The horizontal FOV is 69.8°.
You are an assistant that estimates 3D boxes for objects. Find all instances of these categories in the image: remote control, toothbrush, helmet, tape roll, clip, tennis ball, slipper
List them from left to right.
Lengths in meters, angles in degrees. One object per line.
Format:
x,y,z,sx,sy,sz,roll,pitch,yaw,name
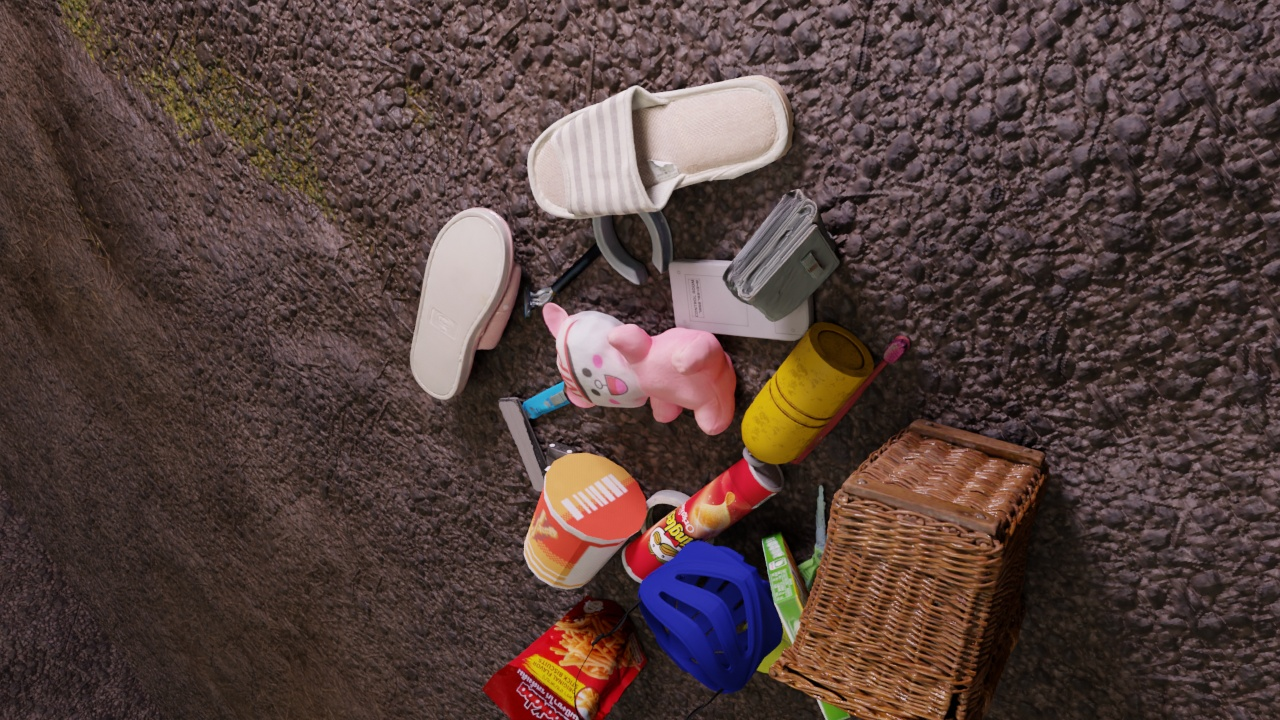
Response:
-0.209,-0.066,1.098,0.114,0.054,0.275,39,126,14,slipper
-0.142,0.107,1.156,0.033,0.013,0.136,-3,116,37,remote control
-0.037,-0.152,0.949,0.115,0.028,0.163,-21,98,38,clip
0.009,-0.197,0.859,0.273,0.053,0.114,-10,99,26,slipper
0.035,0.297,0.943,0.148,0.227,0.242,45,154,15,helmet
0.042,0.197,1.076,0.094,0.018,0.094,16,120,29,tape roll
0.099,-0.061,0.904,0.151,0.019,0.074,7,116,34,remote control
0.144,0.317,1.032,0.065,0.065,0.065,16,121,29,tennis ball
0.197,0.043,0.888,0.016,0.016,0.190,42,130,10,toothbrush

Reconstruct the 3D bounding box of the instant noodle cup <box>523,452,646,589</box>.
-0.074,0.196,1.083,0.123,0.123,0.121,39,127,13,instant noodle cup

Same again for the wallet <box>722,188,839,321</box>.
0.123,-0.086,0.785,0.054,0.131,0.100,38,98,20,wallet

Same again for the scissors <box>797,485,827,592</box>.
0.202,0.208,0.972,0.093,0.032,0.175,27,130,25,scissors

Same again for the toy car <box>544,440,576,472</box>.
-0.098,0.146,1.136,0.040,0.037,0.092,17,121,28,toy car

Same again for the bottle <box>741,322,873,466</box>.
0.150,0.043,0.889,0.071,0.070,0.164,41,130,12,bottle

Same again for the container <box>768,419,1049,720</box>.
0.244,0.170,0.783,0.162,0.249,0.183,16,111,29,container

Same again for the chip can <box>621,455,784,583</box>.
0.065,0.174,1.005,0.052,0.051,0.215,50,123,4,chip can

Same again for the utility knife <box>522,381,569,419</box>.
-0.103,0.048,1.106,0.186,0.015,0.031,-26,96,42,utility knife

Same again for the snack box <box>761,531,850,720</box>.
0.162,0.260,0.917,0.027,0.168,0.132,-23,98,7,snack box

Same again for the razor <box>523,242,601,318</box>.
-0.082,-0.093,1.017,0.145,0.022,0.042,-33,52,37,razor

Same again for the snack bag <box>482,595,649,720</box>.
-0.083,0.392,1.137,0.139,0.207,0.067,43,130,10,snack bag

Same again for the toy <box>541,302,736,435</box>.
-0.006,0.006,0.964,0.213,0.084,0.142,5,138,31,toy
